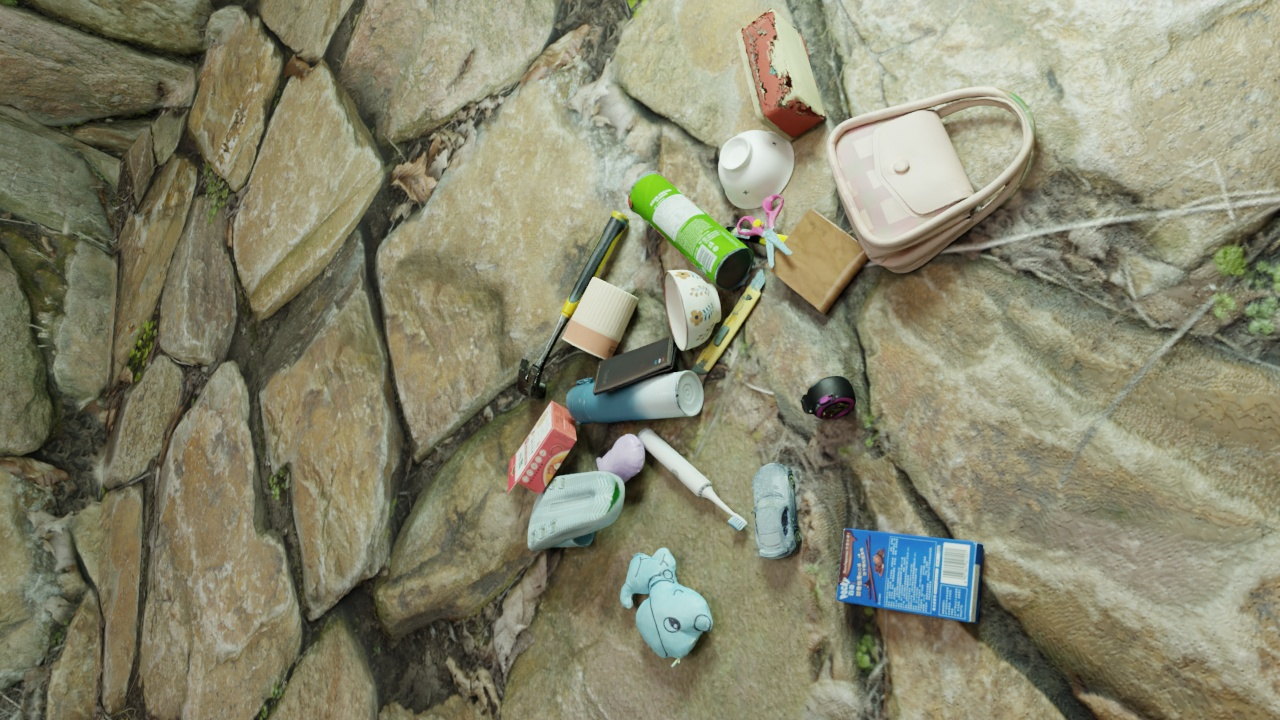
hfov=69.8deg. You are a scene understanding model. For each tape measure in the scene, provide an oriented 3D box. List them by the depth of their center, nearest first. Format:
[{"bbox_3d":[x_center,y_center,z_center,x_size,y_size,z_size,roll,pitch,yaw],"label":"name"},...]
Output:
[{"bbox_3d":[0.233,0.048,1.119,0.058,0.057,0.039,-47,46,40],"label":"tape measure"}]

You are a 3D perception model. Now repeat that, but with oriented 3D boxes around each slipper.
[{"bbox_3d":[-0.088,0.217,1.326,0.246,0.074,0.103,-27,49,51],"label":"slipper"}]

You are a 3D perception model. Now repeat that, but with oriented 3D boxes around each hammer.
[{"bbox_3d":[-0.105,-0.088,1.436,0.032,0.126,0.323,28,88,8],"label":"hammer"}]

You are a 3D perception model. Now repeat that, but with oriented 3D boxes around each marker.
[{"bbox_3d":[0.162,-0.172,1.284,0.124,0.015,0.018,20,85,46],"label":"marker"}]

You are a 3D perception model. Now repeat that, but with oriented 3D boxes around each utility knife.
[{"bbox_3d":[0.126,-0.050,1.277,0.031,0.019,0.173,41,99,35],"label":"utility knife"}]

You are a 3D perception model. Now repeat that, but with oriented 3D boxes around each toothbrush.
[{"bbox_3d":[0.069,0.160,1.245,0.026,0.027,0.221,-39,48,-13],"label":"toothbrush"}]

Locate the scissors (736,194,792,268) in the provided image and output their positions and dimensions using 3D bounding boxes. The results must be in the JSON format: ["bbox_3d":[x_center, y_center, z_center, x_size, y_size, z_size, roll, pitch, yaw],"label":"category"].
[{"bbox_3d":[0.181,-0.179,1.243,0.096,0.017,0.137,-46,37,9],"label":"scissors"}]

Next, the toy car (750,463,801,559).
[{"bbox_3d":[0.167,0.188,1.146,0.054,0.036,0.120,-18,62,36],"label":"toy car"}]

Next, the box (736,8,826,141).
[{"bbox_3d":[0.200,-0.402,1.273,0.079,0.091,0.168,-28,59,35],"label":"box"}]

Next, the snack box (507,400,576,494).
[{"bbox_3d":[-0.150,0.140,1.395,0.127,0.044,0.113,-55,16,13],"label":"snack box"}]

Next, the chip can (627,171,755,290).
[{"bbox_3d":[0.070,-0.190,1.328,0.072,0.072,0.236,-54,49,14],"label":"chip can"}]

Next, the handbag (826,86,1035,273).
[{"bbox_3d":[0.354,-0.234,1.102,0.235,0.093,0.193,-26,61,24],"label":"handbag"}]

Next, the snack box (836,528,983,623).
[{"bbox_3d":[0.298,0.237,1.022,0.157,0.026,0.084,-2,75,41],"label":"snack box"}]

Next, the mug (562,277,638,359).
[{"bbox_3d":[-0.064,-0.065,1.407,0.106,0.081,0.114,-64,18,2],"label":"mug"}]

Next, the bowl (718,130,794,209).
[{"bbox_3d":[0.150,-0.281,1.295,0.119,0.064,0.118,-15,66,37],"label":"bowl"}]

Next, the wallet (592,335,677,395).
[{"bbox_3d":[-0.008,0.008,1.313,0.122,0.020,0.096,-20,21,16],"label":"wallet"}]

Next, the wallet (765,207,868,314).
[{"bbox_3d":[0.231,-0.132,1.199,0.115,0.020,0.101,44,105,32],"label":"wallet"}]

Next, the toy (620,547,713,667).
[{"bbox_3d":[0.031,0.324,1.209,0.162,0.049,0.156,-22,60,40],"label":"toy"}]

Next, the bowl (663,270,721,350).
[{"bbox_3d":[0.075,-0.075,1.279,0.062,0.114,0.113,-13,59,-8],"label":"bowl"}]

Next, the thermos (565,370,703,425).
[{"bbox_3d":[-0.015,0.054,1.326,0.221,0.070,0.070,-6,72,39],"label":"thermos"}]

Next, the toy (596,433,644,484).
[{"bbox_3d":[-0.028,0.151,1.316,0.108,0.038,0.083,-49,52,39],"label":"toy"}]
